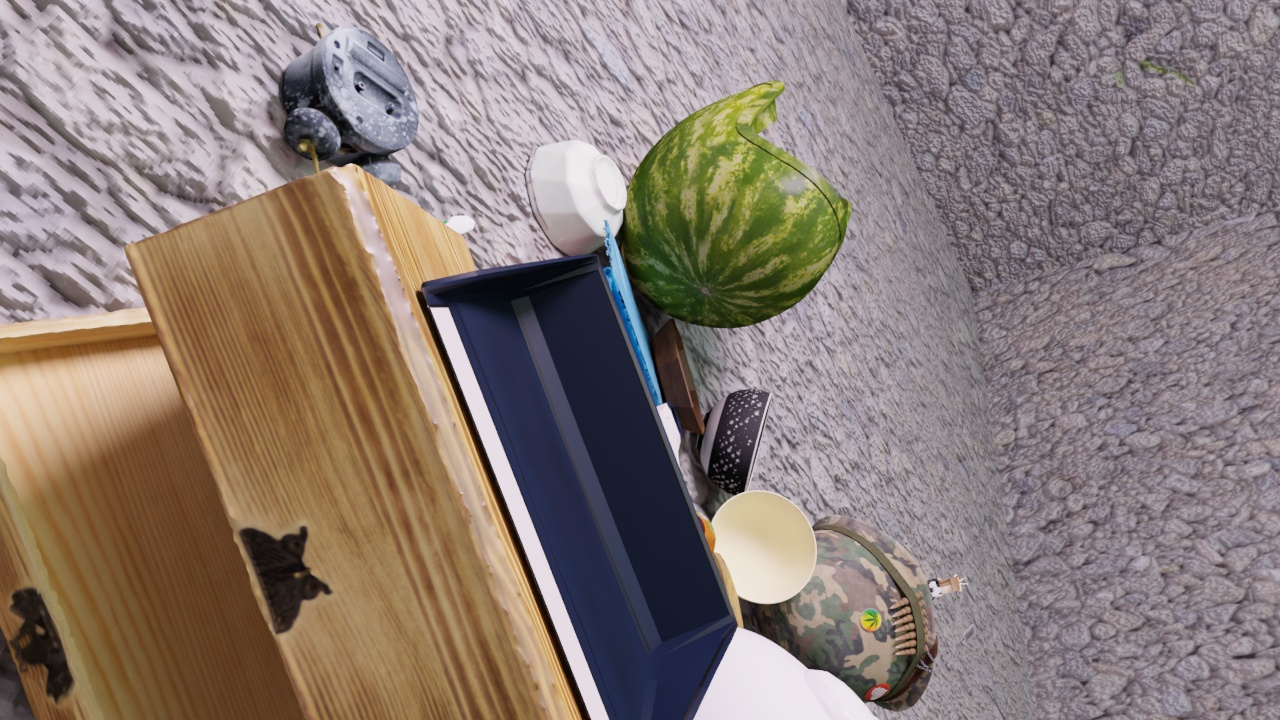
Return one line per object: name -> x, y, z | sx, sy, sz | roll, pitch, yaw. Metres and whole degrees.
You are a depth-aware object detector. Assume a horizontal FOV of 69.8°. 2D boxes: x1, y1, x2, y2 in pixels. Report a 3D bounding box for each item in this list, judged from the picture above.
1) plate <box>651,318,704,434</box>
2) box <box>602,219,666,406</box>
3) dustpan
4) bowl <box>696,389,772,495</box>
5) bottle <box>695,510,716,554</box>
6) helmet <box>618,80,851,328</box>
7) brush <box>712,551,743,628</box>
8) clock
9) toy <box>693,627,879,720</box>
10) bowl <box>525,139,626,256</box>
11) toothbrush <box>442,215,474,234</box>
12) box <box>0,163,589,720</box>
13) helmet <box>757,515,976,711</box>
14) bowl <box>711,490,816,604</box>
plate -> 0.038, 0.018, 0.964 | 0.131, 0.025, 0.131 | -14, 89, -84
box -> -0.005, 0.005, 0.866 | 0.174, 0.033, 0.232 | -89, 164, -49
dustpan -> -0.010, 0.059, 0.500 | 0.273, 0.080, 0.236 | -103, 172, -87
bowl -> 0.099, 0.086, 1.020 | 0.120, 0.066, 0.120 | 15, 89, -80
bottle -> 0.007, 0.164, 0.830 | 0.167, 0.059, 0.059 | 14, 63, -56
helmet -> 0.093, -0.146, 0.953 | 0.213, 0.244, 0.246 | 54, 29, -27
brush -> 0.065, 0.279, 0.877 | 0.043, 0.059, 0.195 | 23, 57, -42
clock -> -0.200, -0.168, 0.635 | 0.090, 0.052, 0.129 | 31, 49, -53
toy -> 0.048, 0.326, 0.607 | 0.263, 0.281, 0.265 | 51, 0, -39
bowl -> -0.053, -0.164, 0.894 | 0.117, 0.061, 0.117 | 35, 47, -49
toothbrush -> -0.180, -0.089, 0.669 | 0.186, 0.016, 0.015 | -28, 101, -60
box -> -0.156, 0.085, 0.470 | 0.258, 0.221, 0.279 | -30, 98, -88
helmet -> 0.252, 0.292, 1.058 | 0.235, 0.193, 0.224 | -27, 87, -35
bowl -> 0.121, 0.206, 0.989 | 0.074, 0.118, 0.117 | 117, -31, -67
